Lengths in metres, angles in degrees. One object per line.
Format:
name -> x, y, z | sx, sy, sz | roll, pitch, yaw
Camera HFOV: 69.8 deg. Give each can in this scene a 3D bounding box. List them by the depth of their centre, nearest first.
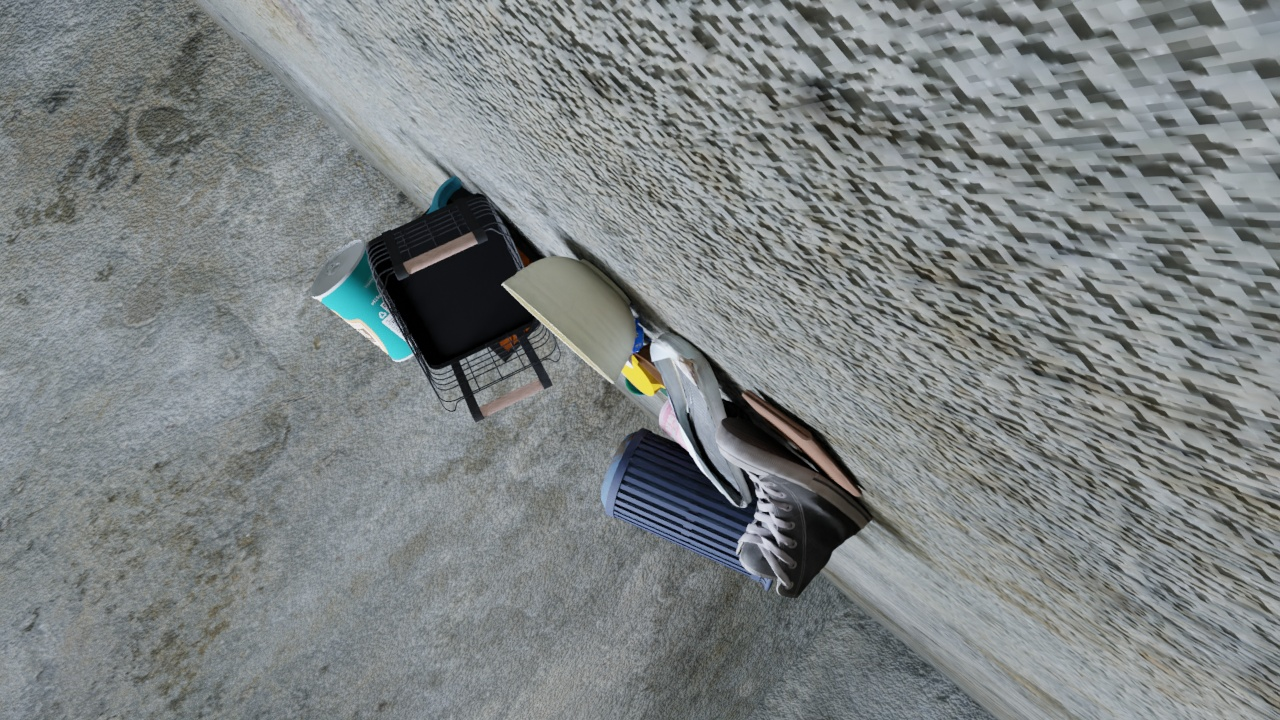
can -> 0.071, 0.083, 1.198 | 0.076, 0.067, 0.067 | 38, 175, 39
can -> -0.355, -0.080, 1.241 | 0.144, 0.099, 0.099 | 44, 175, -34

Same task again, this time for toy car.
toy car -> 0.010, -0.024, 0.995 | 0.062, 0.033, 0.092 | 1, -169, 6

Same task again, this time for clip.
clip -> -0.268, -0.191, 1.186 | 0.120, 0.130, 0.030 | 59, -174, 23

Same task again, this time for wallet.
wallet -> 0.143, 0.074, 0.807 | 0.087, 0.013, 0.121 | 38, 176, 45

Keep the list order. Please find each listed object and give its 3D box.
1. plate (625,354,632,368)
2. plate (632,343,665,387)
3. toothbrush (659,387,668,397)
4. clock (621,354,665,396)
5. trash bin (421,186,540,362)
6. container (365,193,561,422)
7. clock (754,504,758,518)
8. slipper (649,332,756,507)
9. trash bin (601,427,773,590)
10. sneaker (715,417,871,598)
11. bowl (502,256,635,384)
plate -> -0.063, -0.062, 1.134 | 0.174, 0.036, 0.174 | 41, 176, 3
plate -> 0.045, 0.024, 1.103 | 0.131, 0.025, 0.131 | 41, 176, 3
toothbrush -> 0.095, 0.102, 1.527 | 0.190, 0.017, 0.016 | 42, 176, -9
clock -> -0.008, 0.007, 1.266 | 0.099, 0.043, 0.130 | 54, 164, -17
trash bin -> -0.223, -0.123, 1.270 | 0.172, 0.139, 0.140 | 45, 175, -41
container -> -0.211, -0.065, 1.119 | 0.130, 0.162, 0.241 | 55, 168, 50
clock -> 0.180, 0.179, 1.037 | 0.043, 0.091, 0.121 | 22, 149, 47
slipper -> 0.082, 0.063, 0.954 | 0.111, 0.063, 0.264 | 40, 163, 43
trash bin -> 0.080, 0.190, 1.221 | 0.250, 0.139, 0.139 | 22, 171, 13
sneaker -> 0.126, 0.145, 0.893 | 0.095, 0.120, 0.234 | 39, 179, 43
bowl -> -0.059, -0.053, 0.927 | 0.151, 0.075, 0.151 | 41, 176, 3
